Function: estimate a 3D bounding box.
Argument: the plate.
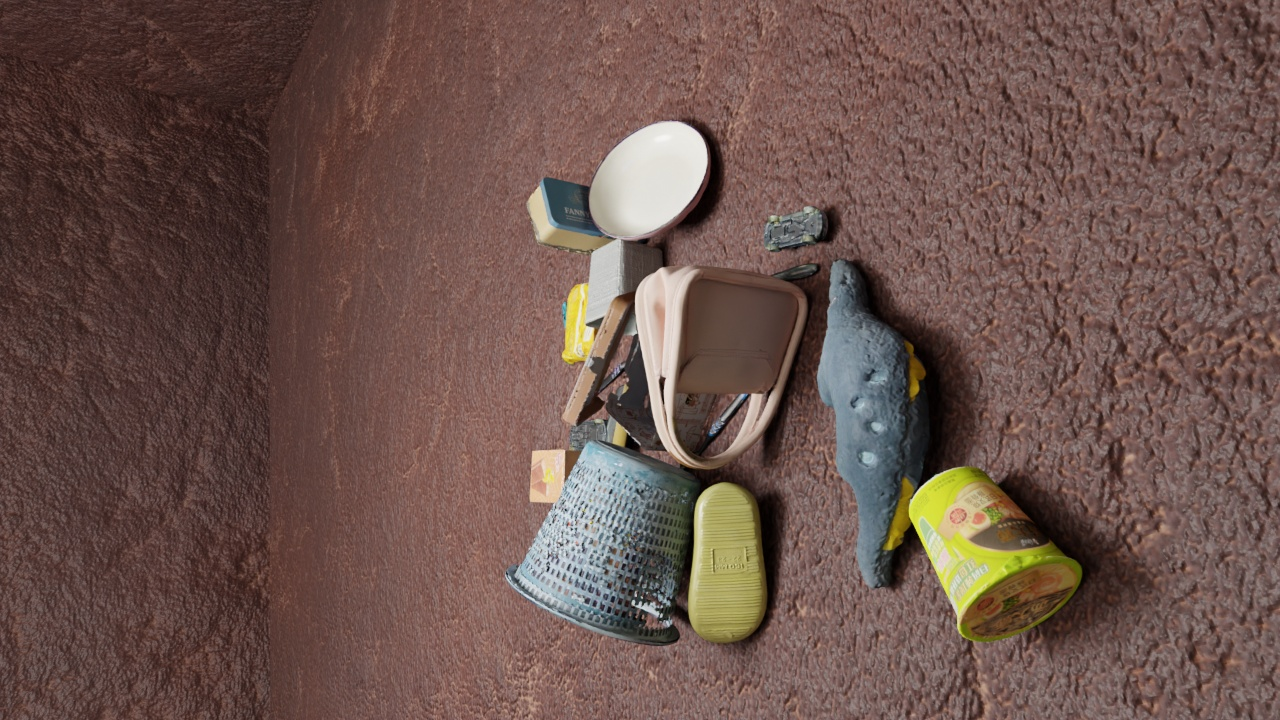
[{"bbox_3d":[0.016,-0.245,1.279,0.193,0.039,0.192,-15,58,26],"label":"plate"}]

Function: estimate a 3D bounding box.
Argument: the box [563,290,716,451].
[{"bbox_3d":[-0.009,0.006,1.191,0.153,0.177,0.183,39,115,49],"label":"box"}]

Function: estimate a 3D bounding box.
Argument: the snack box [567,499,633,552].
[{"bbox_3d":[-0.053,0.235,1.287,0.080,0.091,0.082,-20,66,58],"label":"snack box"}]

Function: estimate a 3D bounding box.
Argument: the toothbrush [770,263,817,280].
[{"bbox_3d":[0.149,-0.098,1.131,0.181,0.018,0.015,-10,73,52],"label":"toothbrush"}]

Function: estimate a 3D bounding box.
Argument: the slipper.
[{"bbox_3d":[0.103,0.235,1.088,0.081,0.092,0.190,-46,-43,-83],"label":"slipper"}]

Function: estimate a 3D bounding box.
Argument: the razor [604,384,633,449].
[{"bbox_3d":[-0.026,0.114,1.311,0.068,0.062,0.167,6,82,25],"label":"razor"}]

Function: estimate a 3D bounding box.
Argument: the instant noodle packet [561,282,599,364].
[{"bbox_3d":[-0.081,-0.057,1.418,0.111,0.044,0.128,-7,74,60],"label":"instant noodle packet"}]

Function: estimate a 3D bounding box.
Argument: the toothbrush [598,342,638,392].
[{"bbox_3d":[-0.040,0.019,1.372,0.190,0.016,0.014,-43,51,44],"label":"toothbrush"}]

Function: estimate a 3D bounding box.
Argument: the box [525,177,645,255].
[{"bbox_3d":[-0.083,-0.204,1.331,0.061,0.184,0.089,-39,58,41],"label":"box"}]

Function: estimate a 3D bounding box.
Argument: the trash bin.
[{"bbox_3d":[-0.026,0.211,1.123,0.227,0.226,0.195,19,88,54],"label":"trash bin"}]

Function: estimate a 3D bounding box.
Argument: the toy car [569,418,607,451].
[{"bbox_3d":[-0.073,0.114,1.384,0.106,0.031,0.049,-10,77,55],"label":"toy car"}]

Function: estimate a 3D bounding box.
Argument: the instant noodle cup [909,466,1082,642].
[{"bbox_3d":[0.298,0.161,0.803,0.112,0.111,0.123,-59,34,29],"label":"instant noodle cup"}]

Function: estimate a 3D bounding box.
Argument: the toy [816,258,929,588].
[{"bbox_3d":[0.235,0.045,0.932,0.138,0.091,0.355,114,153,-70],"label":"toy"}]

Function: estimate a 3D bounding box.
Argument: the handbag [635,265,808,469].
[{"bbox_3d":[0.088,0.011,1.052,0.093,0.193,0.234,10,97,56],"label":"handbag"}]

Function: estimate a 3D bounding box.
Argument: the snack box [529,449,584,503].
[{"bbox_3d":[-0.100,0.173,1.357,0.095,0.092,0.077,-10,75,54],"label":"snack box"}]

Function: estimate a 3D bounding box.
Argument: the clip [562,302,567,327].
[{"bbox_3d":[-0.114,-0.072,1.488,0.014,0.040,0.056,-47,41,38],"label":"clip"}]

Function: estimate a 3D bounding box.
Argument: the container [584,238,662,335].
[{"bbox_3d":[-0.021,-0.106,1.308,0.090,0.090,0.114,-18,67,51],"label":"container"}]

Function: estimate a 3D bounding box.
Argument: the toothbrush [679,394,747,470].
[{"bbox_3d":[0.101,0.078,1.163,0.190,0.016,0.014,-55,49,31],"label":"toothbrush"}]

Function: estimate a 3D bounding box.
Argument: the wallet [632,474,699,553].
[{"bbox_3d":[0.031,0.207,1.222,0.125,0.032,0.101,-16,71,50],"label":"wallet"}]

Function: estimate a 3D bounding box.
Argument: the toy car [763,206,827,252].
[{"bbox_3d":[0.183,-0.152,1.077,0.091,0.034,0.043,-9,74,51],"label":"toy car"}]
